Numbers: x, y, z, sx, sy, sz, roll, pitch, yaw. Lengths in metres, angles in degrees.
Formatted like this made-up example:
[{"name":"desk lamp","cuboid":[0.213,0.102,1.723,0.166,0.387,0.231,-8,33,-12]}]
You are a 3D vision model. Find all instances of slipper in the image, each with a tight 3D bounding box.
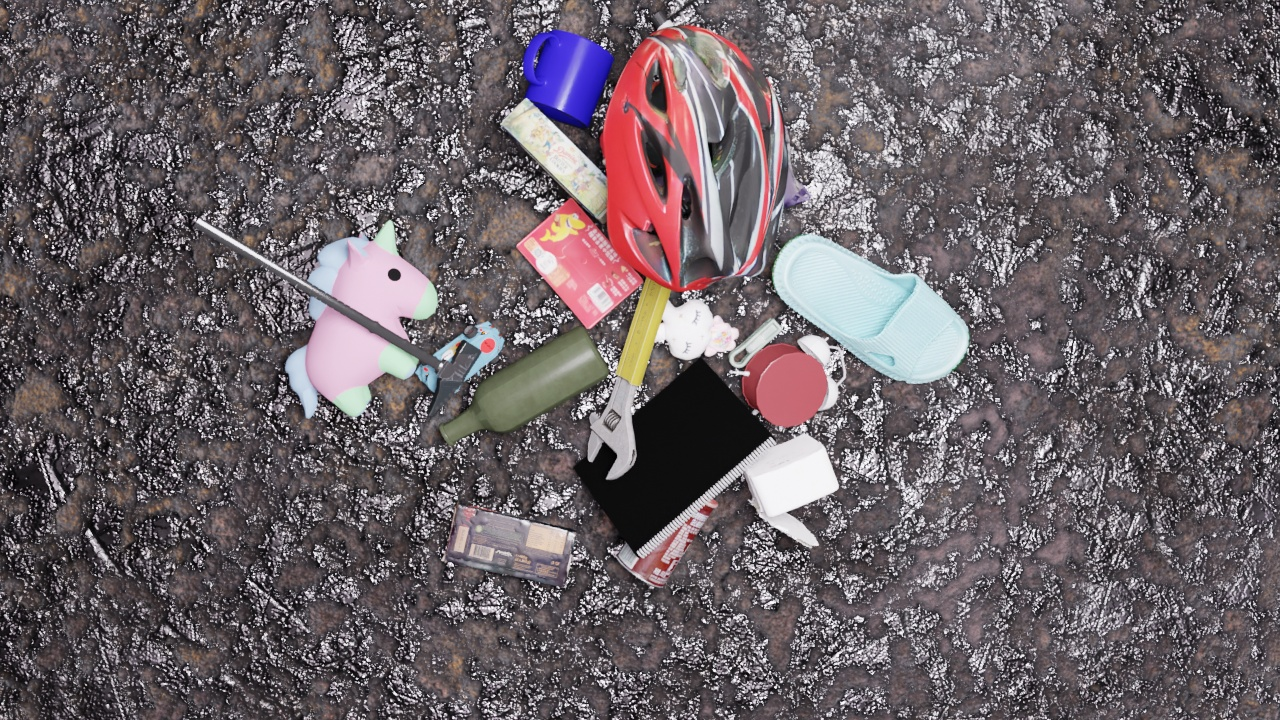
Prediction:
[{"name":"slipper","cuboid":[0.279,-0.056,1.081,0.276,0.069,0.116,29,97,-14]}]

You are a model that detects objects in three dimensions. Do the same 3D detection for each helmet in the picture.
[{"name":"helmet","cuboid":[0.062,-0.207,0.942,0.167,0.217,0.272,4,98,36]}]

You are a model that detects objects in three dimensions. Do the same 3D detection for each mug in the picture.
[{"name":"mug","cuboid":[-0.091,-0.325,1.041,0.079,0.111,0.083,23,94,34]}]

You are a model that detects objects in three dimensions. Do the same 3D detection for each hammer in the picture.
[{"name":"hammer","cuboid":[-0.325,-0.051,0.982,0.324,0.015,0.095,35,86,-31]}]

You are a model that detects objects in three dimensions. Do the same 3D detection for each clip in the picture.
[{"name":"clip","cuboid":[0.138,-0.020,1.113,0.076,0.047,0.023,-43,93,5]}]

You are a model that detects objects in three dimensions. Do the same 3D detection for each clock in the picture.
[{"name":"clock","cuboid":[0.182,0.025,1.098,0.137,0.048,0.096,-21,111,-11]}]

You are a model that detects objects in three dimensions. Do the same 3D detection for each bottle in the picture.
[{"name":"bottle","cuboid":[-0.141,0.038,1.085,0.207,0.071,0.071,-30,95,0]}]

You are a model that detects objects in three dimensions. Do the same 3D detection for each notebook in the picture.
[{"name":"notebook","cuboid":[0.037,0.112,1.081,0.206,0.016,0.149,-41,55,1]}]

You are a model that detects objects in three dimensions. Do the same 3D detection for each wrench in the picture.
[{"name":"wrench","cuboid":[-0.006,0.006,1.082,0.084,0.018,0.273,23,97,40]}]

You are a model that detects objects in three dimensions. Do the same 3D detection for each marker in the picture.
[{"name":"marker","cuboid":[0.062,-0.349,1.089,0.019,0.019,0.145,-36,95,0]}]

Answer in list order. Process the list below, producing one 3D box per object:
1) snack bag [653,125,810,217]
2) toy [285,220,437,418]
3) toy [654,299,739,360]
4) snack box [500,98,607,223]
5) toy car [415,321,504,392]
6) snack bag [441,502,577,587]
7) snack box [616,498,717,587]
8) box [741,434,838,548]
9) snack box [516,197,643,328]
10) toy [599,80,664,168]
[{"name":"snack bag","cuboid":[0.091,-0.199,1.082,0.205,0.058,0.096,-21,94,0]},{"name":"toy","cuboid":[-0.333,-0.041,1.057,0.222,0.120,0.171,-38,105,0]},{"name":"toy","cuboid":[0.056,-0.038,1.102,0.125,0.037,0.076,19,101,3]},{"name":"snack box","cuboid":[-0.083,-0.219,1.031,0.042,0.144,0.145,-45,95,5]},{"name":"toy car","cuboid":[-0.210,0.002,1.087,0.108,0.027,0.060,-36,131,0]},{"name":"snack bag","cuboid":[-0.159,0.227,1.124,0.155,0.018,0.074,14,94,-4]},{"name":"snack box","cuboid":[0.031,0.204,1.105,0.072,0.072,0.121,32,93,-4]},{"name":"box","cuboid":[0.186,0.169,1.091,0.103,0.110,0.130,-24,94,0]},{"name":"snack box","cuboid":[-0.072,-0.116,1.100,0.089,0.021,0.133,-41,95,1]},{"name":"toy","cuboid":[0.009,-0.273,1.059,0.119,0.099,0.098,9,139,20]}]
